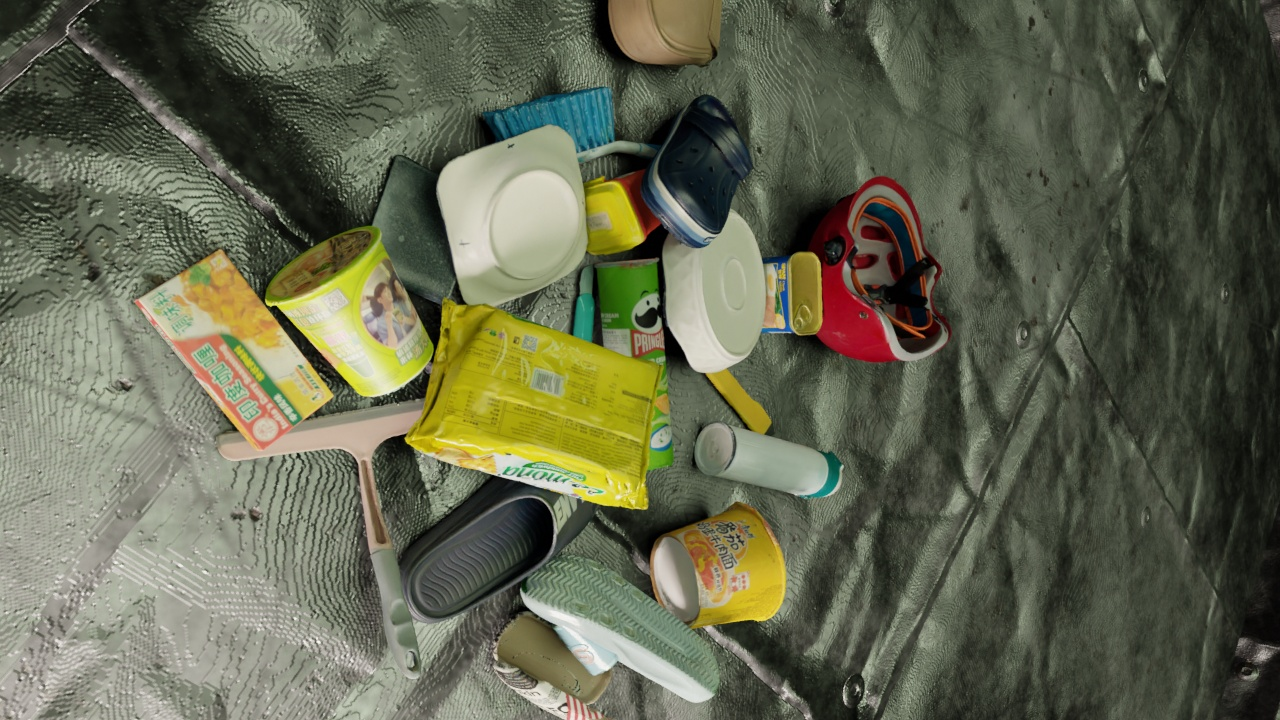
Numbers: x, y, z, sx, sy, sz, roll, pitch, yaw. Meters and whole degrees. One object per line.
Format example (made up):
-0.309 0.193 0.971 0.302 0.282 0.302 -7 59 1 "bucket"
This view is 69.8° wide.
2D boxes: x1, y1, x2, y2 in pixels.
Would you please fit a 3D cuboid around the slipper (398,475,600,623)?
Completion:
-0.119 0.174 0.929 0.267 0.083 0.111 -35 114 -31 "slipper"

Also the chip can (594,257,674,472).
-0.006 0.006 1.019 0.072 0.072 0.236 -10 98 -38 "chip can"

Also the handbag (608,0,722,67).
0.030 -0.429 1.022 0.147 0.100 0.204 10 85 -46 "handbag"

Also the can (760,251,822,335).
0.178 -0.083 1.156 0.057 0.083 0.102 -6 95 -38 "can"

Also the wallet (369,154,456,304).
-0.212 -0.126 0.885 0.097 0.019 0.120 25 75 -36 "wallet"

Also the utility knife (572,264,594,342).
-0.065 -0.015 1.008 0.029 0.013 0.182 7 89 -42 "utility knife"

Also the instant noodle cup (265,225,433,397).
-0.247 -0.036 0.808 0.111 0.112 0.123 -46 125 -28 "instant noodle cup"

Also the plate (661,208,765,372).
0.092 -0.086 1.071 0.204 0.046 0.204 9 80 -59 "plate"

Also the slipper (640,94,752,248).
0.077 -0.214 0.984 0.105 0.095 0.252 43 37 -20 "slipper"

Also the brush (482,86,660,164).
-0.031 -0.248 1.007 0.313 0.061 0.109 -26 113 -38 "brush"

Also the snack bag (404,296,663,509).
-0.092 0.040 0.895 0.246 0.068 0.157 18 67 -20 "snack bag"

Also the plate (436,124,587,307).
-0.114 -0.137 0.909 0.163 0.034 0.164 -29 128 -30 "plate"

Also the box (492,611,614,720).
-0.083 0.327 0.968 0.162 0.076 0.086 39 56 -32 "box"

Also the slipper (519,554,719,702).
-0.024 0.294 0.985 0.245 0.103 0.074 34 113 -10 "slipper"

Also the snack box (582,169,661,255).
-0.021 -0.165 0.992 0.079 0.091 0.082 -38 111 -39 "snack box"

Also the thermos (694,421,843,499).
0.170 0.133 1.170 0.224 0.073 0.073 18 80 -38 "thermos"

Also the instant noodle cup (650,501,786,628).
0.083 0.245 1.066 0.109 0.138 0.138 -6 95 -30 "instant noodle cup"

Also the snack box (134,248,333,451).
-0.338 -0.008 0.772 0.076 0.027 0.156 -43 110 -30 "snack box"

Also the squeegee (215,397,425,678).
-0.238 0.167 0.844 0.247 0.040 0.249 -9 82 -35 "squeegee"

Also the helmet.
0.292 -0.107 1.214 0.206 0.144 0.240 3 75 -42 "helmet"

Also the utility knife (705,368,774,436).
0.112 0.033 1.150 0.202 0.015 0.033 50 63 -29 "utility knife"
